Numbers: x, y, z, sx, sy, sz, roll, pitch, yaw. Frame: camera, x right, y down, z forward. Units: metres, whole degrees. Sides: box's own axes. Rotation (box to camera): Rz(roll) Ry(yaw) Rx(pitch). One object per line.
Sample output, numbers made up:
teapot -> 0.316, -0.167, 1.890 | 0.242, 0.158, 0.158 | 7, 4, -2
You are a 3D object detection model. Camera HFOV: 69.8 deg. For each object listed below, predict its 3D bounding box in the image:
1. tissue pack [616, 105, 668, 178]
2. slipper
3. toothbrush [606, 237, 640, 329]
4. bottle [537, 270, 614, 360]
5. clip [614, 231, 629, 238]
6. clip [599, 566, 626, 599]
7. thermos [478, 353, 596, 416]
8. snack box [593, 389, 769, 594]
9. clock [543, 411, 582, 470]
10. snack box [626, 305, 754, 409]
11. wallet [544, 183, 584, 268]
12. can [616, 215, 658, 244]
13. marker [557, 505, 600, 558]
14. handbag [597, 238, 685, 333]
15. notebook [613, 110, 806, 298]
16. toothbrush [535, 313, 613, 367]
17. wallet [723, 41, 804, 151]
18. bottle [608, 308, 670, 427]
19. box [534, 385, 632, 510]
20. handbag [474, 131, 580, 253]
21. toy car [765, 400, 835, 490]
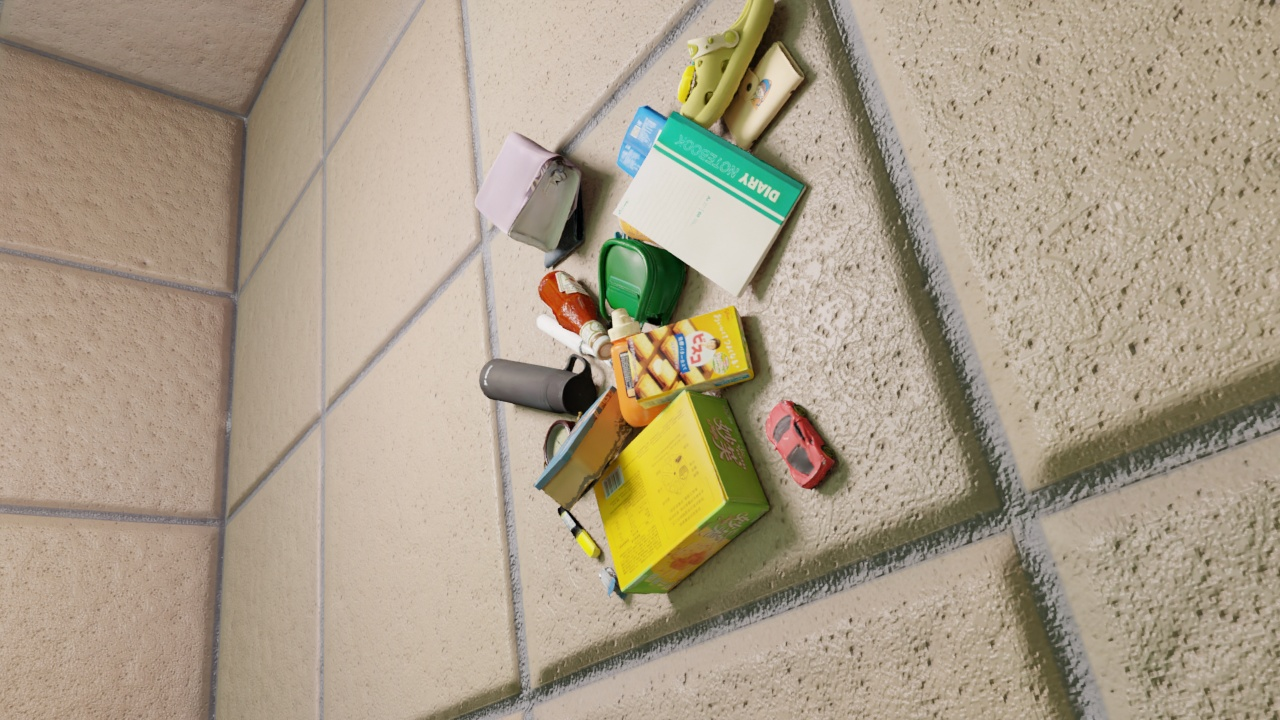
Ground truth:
tissue pack -> 0.026, -0.281, 1.239 | 0.157, 0.052, 0.095 | 47, 115, 48
slipper -> 0.095, -0.376, 1.137 | 0.191, 0.081, 0.091 | -61, 6, 13
toothbrush -> -0.018, -0.131, 1.287 | 0.016, 0.014, 0.189 | -150, 75, -69
bottle -> -0.088, -0.064, 1.319 | 0.206, 0.059, 0.060 | 49, 119, 49
clip -> -0.026, -0.163, 1.308 | 0.039, 0.013, 0.055 | -21, 62, 49
clip -> -0.038, 0.287, 1.193 | 0.058, 0.045, 0.027 | 30, 106, 58
thermos -> -0.152, 0.030, 1.383 | 0.243, 0.068, 0.090 | 6, 68, 52
snack box -> 0.040, 0.159, 1.081 | 0.211, 0.070, 0.157 | -47, 46, 34
clock -> -0.101, 0.130, 1.289 | 0.122, 0.055, 0.082 | -47, 47, 37
snack box -> 0.057, -0.003, 1.082 | 0.140, 0.034, 0.086 | -15, 62, 13
wallet -> -0.124, -0.218, 1.450 | 0.097, 0.019, 0.120 | -30, 55, 46
can -> 0.030, -0.180, 1.200 | 0.146, 0.058, 0.058 | 25, 100, 53
marker -> -0.088, 0.237, 1.277 | 0.124, 0.015, 0.018 | 39, 111, 53
handbag -> -0.006, -0.098, 1.215 | 0.131, 0.067, 0.120 | 25, 106, 52
notebook -> 0.078, -0.191, 1.103 | 0.209, 0.012, 0.150 | 37, 104, 27
toothbrush -> -0.094, -0.028, 1.347 | 0.026, 0.027, 0.221 | -52, 37, -7
wallet -> 0.145, -0.324, 1.118 | 0.115, 0.024, 0.087 | -52, 40, 35
bottle -> -0.007, 0.007, 1.156 | 0.067, 0.066, 0.149 | -16, 90, 50
box -> -0.066, 0.112, 1.161 | 0.090, 0.059, 0.183 | -48, 3, 33
handbag -> -0.172, -0.265, 1.435 | 0.197, 0.098, 0.145 | 42, 113, 56
toy car -> 0.164, 0.087, 0.972 | 0.049, 0.031, 0.106 | -55, 40, 27
